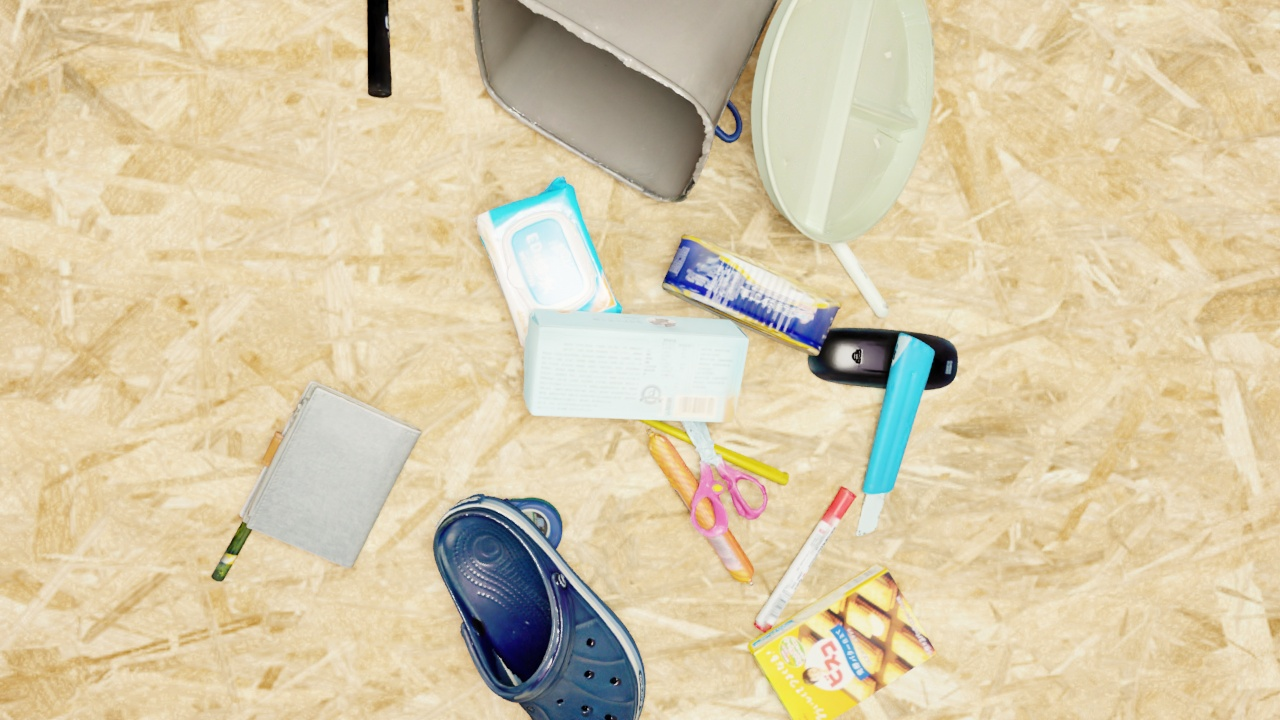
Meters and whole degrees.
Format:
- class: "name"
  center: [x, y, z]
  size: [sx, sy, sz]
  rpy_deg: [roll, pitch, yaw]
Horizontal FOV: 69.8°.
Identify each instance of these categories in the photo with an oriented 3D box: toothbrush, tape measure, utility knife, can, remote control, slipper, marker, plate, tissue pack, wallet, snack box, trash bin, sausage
- class: "toothbrush"
  center: [0.166, -0.118, 0.808]
  size: [0.020, 0.029, 0.189]
  rpy_deg: [-30, 94, 38]
- class: "tape measure"
  center: [-0.094, 0.145, 0.785]
  size: [0.054, 0.025, 0.058]
  rpy_deg: [-1, 98, -5]
- class: "utility knife"
  center: [0.218, 0.069, 0.799]
  size: [0.034, 0.018, 0.186]
  rpy_deg: [10, 101, -9]
- class: "can"
  center: [0.093, -0.054, 0.775]
  size: [0.148, 0.074, 0.049]
  rpy_deg: [24, 91, -5]
- class: "remote control"
  center: [0.217, -0.001, 0.808]
  size: [0.136, 0.024, 0.053]
  rpy_deg: [4, 91, -4]
- class: "toothbrush"
  center: [0.044, 0.064, 0.800]
  size: [0.190, 0.016, 0.016]
  rpy_deg: [25, 81, -4]
- class: "slipper"
  center: [-0.081, 0.224, 0.738]
  size: [0.105, 0.095, 0.253]
  rpy_deg: [-29, 97, 14]
- class: "marker"
  center: [0.144, 0.175, 0.807]
  size: [0.017, 0.017, 0.145]
  rpy_deg: [34, 88, -3]
- class: "plate"
  center: [0.166, -0.210, 0.739]
  size: [0.229, 0.027, 0.230]
  rpy_deg: [-16, 115, -40]
- class: "tissue pack"
  center: [-0.075, -0.075, 0.767]
  size: [0.090, 0.063, 0.140]
  rpy_deg: [-21, 91, -4]
- class: "toothbrush"
  center: [-0.314, 0.103, 0.773]
  size: [0.017, 0.012, 0.186]
  rpy_deg: [31, 88, -43]
- class: "wallet"
  center: [-0.261, 0.094, 0.768]
  size: [0.106, 0.037, 0.129]
  rpy_deg: [27, 89, -15]
- class: "snack box"
  center: [0.175, 0.252, 0.801]
  size: [0.140, 0.034, 0.087]
  rpy_deg: [-30, 91, -2]
- class: "trash bin"
  center: [0.013, -0.276, 0.709]
  size: [0.198, 0.199, 0.219]
  rpy_deg: [31, 79, -1]
- class: "marker"
  center: [-0.224, -0.290, 0.779]
  size: [0.022, 0.020, 0.132]
  rpy_deg: [-2, 90, -15]
- class: "sausage"
  center: [0.052, 0.128, 0.797]
  size: [0.021, 0.021, 0.165]
  rpy_deg: [-33, 92, -4]
- class: "snack box"
  center: [-0.004, 0.004, 0.737]
  size: [0.174, 0.051, 0.074]
  rpy_deg: [3, 110, -14]

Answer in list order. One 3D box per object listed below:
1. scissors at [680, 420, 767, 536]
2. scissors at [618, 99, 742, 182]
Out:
- class: "scissors"
  center: [0.067, 0.079, 0.786]
  size: [0.076, 0.017, 0.137]
  rpy_deg: [-12, 84, -6]
- class: "scissors"
  center: [0.014, -0.234, 0.801]
  size: [0.162, 0.012, 0.176]
  rpy_deg: [18, 87, -2]
